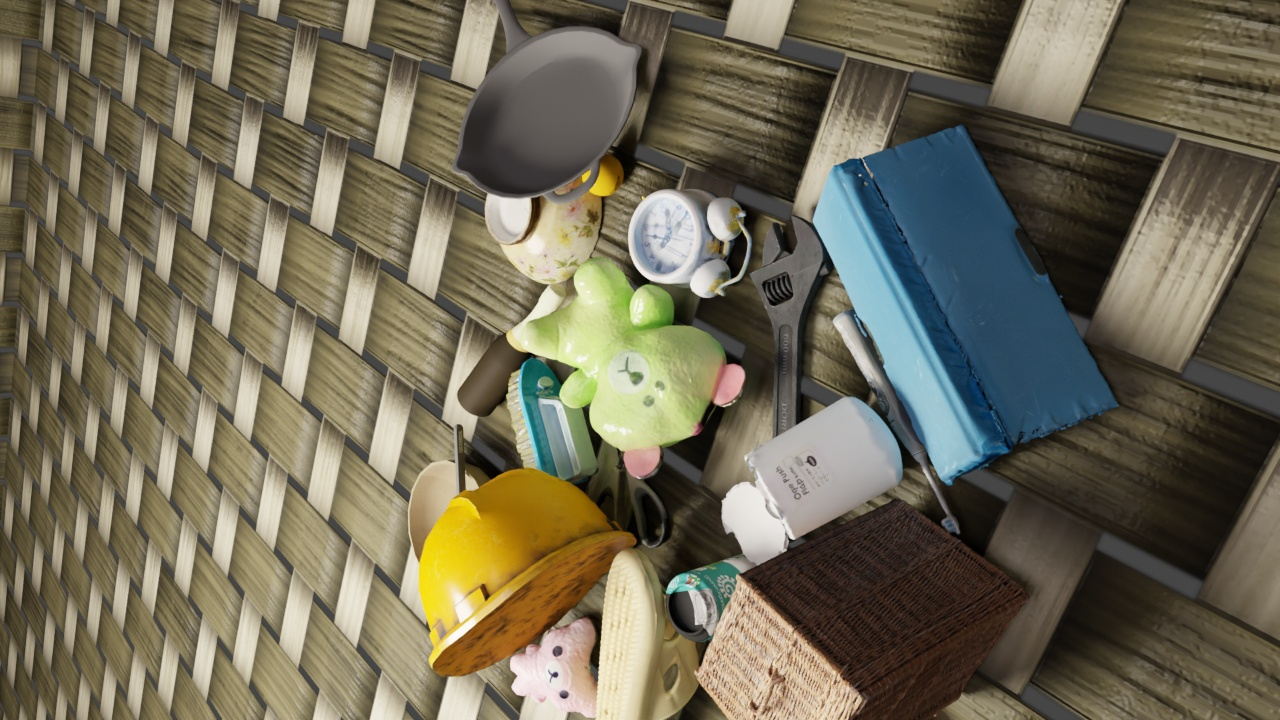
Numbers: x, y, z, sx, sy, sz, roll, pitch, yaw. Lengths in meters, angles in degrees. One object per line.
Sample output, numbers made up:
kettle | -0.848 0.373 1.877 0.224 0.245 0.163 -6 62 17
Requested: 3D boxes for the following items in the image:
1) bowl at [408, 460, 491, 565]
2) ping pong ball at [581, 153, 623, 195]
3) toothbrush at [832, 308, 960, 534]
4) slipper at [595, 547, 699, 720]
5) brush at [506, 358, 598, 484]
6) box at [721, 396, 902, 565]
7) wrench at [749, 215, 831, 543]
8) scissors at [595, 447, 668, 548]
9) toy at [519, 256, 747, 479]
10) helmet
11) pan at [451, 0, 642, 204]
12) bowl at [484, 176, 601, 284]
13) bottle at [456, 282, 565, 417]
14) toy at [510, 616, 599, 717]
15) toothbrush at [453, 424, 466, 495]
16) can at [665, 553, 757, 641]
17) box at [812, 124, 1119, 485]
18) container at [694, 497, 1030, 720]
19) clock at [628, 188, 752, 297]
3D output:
bowl | -0.196 0.185 1.032 0.153 0.050 0.152 2 93 41
ping pong ball | -0.036 -0.177 0.875 0.040 0.040 0.040 3 94 42
toothbrush | 0.196 0.044 0.691 0.022 0.024 0.185 99 149 -70
slipper | 0.008 0.277 0.840 0.111 0.079 0.262 -121 33 -54
brush | -0.090 0.060 0.926 0.076 0.055 0.135 -29 73 44
box | 0.126 0.101 0.717 0.147 0.136 0.084 -29 73 0
wrench | 0.122 0.018 0.760 0.073 0.018 0.273 5 97 42
scissors | -0.021 0.109 0.895 0.151 0.012 0.165 -49 64 31
toy | -0.005 0.005 0.824 0.150 0.107 0.197 -47 70 14
helmet | -0.127 0.179 0.856 0.131 0.204 0.256 56 145 19
pan | -0.108 -0.286 0.917 0.217 0.024 0.354 -29 59 13
bowl | -0.111 -0.151 0.929 0.145 0.063 0.145 2 93 42
bottle | -0.133 -0.013 0.968 0.185 0.045 0.045 -49 61 32
toy | -0.085 0.313 0.928 0.096 0.053 0.099 -7 86 3
toothbrush | -0.192 0.152 0.984 0.013 0.012 0.167 -2 90 33
can | 0.070 0.194 0.759 0.055 0.101 0.055 3 94 42
box | 0.224 -0.042 0.657 0.094 0.112 0.231 86 163 -71
container | 0.148 0.189 0.625 0.113 0.198 0.114 43 130 35
clock | 0.046 -0.104 0.801 0.125 0.051 0.089 21 105 36
